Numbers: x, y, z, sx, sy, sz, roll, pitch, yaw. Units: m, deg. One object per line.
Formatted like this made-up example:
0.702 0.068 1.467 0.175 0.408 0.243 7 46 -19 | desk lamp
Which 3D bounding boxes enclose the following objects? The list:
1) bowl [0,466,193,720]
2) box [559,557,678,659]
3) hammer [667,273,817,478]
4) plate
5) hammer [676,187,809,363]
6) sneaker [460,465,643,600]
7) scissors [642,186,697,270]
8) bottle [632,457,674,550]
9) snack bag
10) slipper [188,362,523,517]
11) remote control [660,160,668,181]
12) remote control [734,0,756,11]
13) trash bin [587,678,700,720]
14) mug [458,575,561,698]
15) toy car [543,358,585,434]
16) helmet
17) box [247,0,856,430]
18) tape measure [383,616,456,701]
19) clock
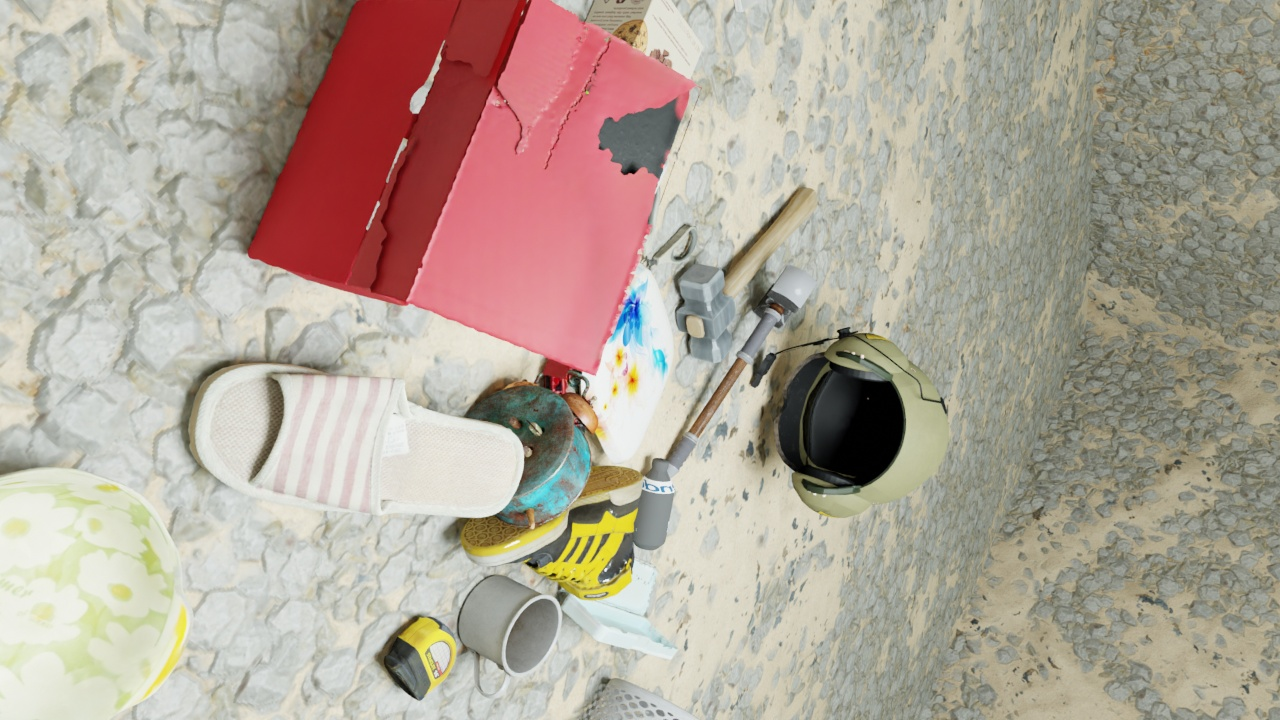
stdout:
-0.378 0.148 0.541 0.219 0.060 0.188 42 68 -53 | bowl
-0.019 0.286 1.091 0.197 0.078 0.122 39 51 -55 | box
0.112 0.028 1.176 0.322 0.043 0.156 -56 177 -10 | hammer
-0.006 0.006 1.002 0.187 0.016 0.186 70 37 -51 | plate
0.150 -0.133 1.189 0.321 0.051 0.117 -48 140 -37 | hammer
-0.086 0.194 0.938 0.237 0.086 0.122 -16 112 -48 | sneaker
0.014 -0.123 1.028 0.169 0.013 0.158 -39 131 -40 | scissors
0.016 0.174 1.116 0.046 0.047 0.112 -3 105 -54 | bottle
-0.025 -0.240 0.877 0.094 0.070 0.206 34 75 -54 | snack bag
-0.200 0.067 0.700 0.262 0.052 0.115 17 90 -36 | slipper
0.017 -0.195 0.929 0.146 0.008 0.045 -82 -163 -65 | remote control
0.113 -0.469 1.034 0.050 0.011 0.136 -48 137 -33 | remote control
-0.013 0.501 1.110 0.183 0.157 0.156 -62 144 -22 | trash bin
-0.138 0.276 0.917 0.113 0.071 0.084 -57 142 -24 | mug
-0.077 0.040 0.937 0.036 0.042 0.091 -12 108 -20 | toy car
0.285 0.086 1.256 0.232 0.256 0.250 10 96 -52 | helmet
-0.079 -0.118 0.588 0.124 0.378 0.211 41 67 -70 | box
-0.203 0.274 0.855 0.064 0.037 0.066 -49 140 -32 | tape measure
-0.103 0.070 0.847 0.157 0.121 0.073 -64 148 -24 | clock
